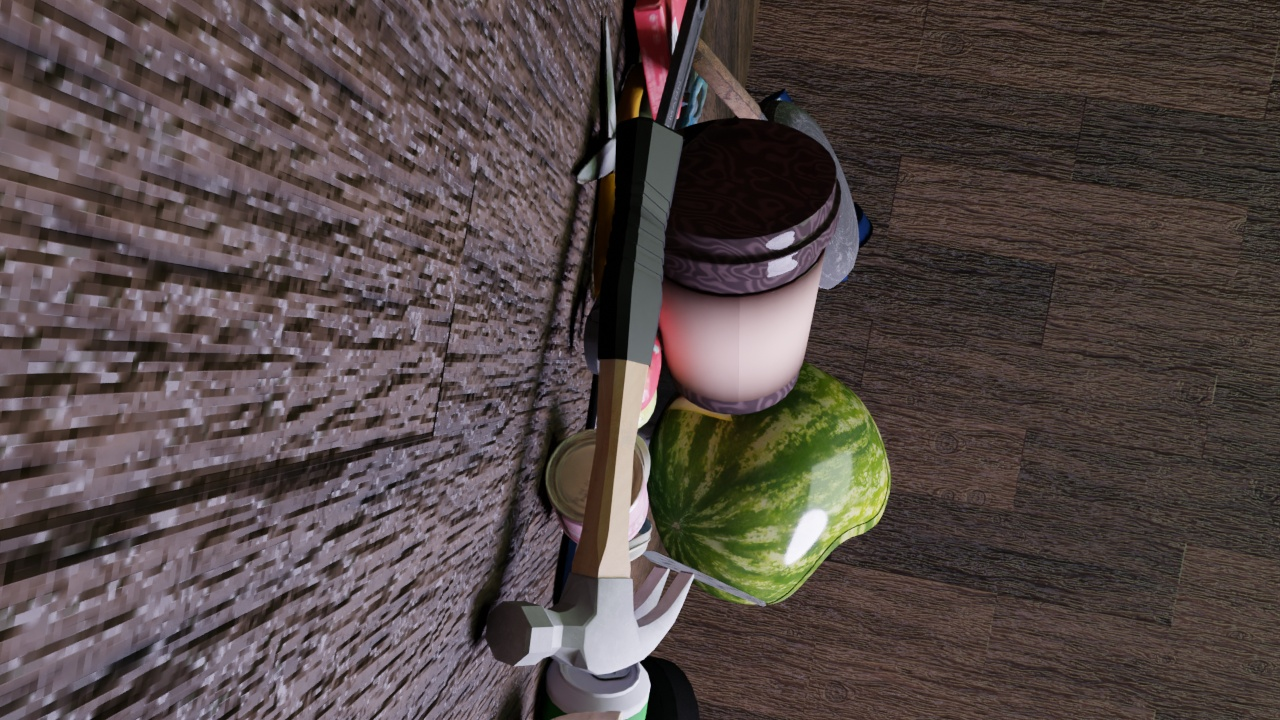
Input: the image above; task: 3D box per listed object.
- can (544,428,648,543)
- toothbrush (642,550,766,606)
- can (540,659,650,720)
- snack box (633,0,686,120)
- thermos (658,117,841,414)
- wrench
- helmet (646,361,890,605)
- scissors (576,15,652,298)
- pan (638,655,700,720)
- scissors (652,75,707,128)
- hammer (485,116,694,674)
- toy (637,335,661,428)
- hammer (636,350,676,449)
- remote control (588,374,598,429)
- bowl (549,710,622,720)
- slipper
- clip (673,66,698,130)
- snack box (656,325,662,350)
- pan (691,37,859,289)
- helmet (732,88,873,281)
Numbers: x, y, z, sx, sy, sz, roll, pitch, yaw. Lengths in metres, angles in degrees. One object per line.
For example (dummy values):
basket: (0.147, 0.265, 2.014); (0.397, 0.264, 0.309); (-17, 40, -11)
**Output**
can: (-0.029, 0.090, 0.631); (0.076, 0.067, 0.067); (85, 16, -66)
toothbrush: (0.035, 0.199, 0.883); (0.010, 0.181, 0.010); (85, 28, -76)
can: (-0.043, 0.319, 0.783); (0.087, 0.088, 0.140); (-64, 163, -70)
snack box: (0.021, -0.250, 0.664); (0.089, 0.021, 0.132); (76, 18, -49)
thermos: (0.082, -0.072, 0.812); (0.226, 0.173, 0.172); (83, 16, -47)
wrench: (0.006, -0.121, 0.621); (0.073, 0.018, 0.273); (-10, 116, -74)
helmet: (0.118, 0.115, 0.952); (0.246, 0.214, 0.243); (-38, 115, -36)
scissors: (-0.014, -0.143, 0.636); (0.226, 0.016, 0.229); (90, 12, -47)
pan: (-0.030, 0.359, 0.927); (0.226, 0.034, 0.355); (-54, -156, 21)
scissors: (0.035, -0.213, 0.871); (0.139, 0.011, 0.134); (4, 104, -70)
hammer: (-0.011, 0.017, 0.553); (0.131, 0.039, 0.328); (13, 80, -44)
toy: (-0.005, 0.005, 0.822); (0.091, 0.045, 0.135); (-81, 172, -46)
hammer: (0.034, -0.043, 1.028); (0.327, 0.079, 0.176); (83, 17, -53)
remote control: (-0.032, 0.014, 0.758); (0.030, 0.009, 0.140); (-53, 152, -77)
bowl: (-0.063, 0.315, 0.638); (0.150, 0.075, 0.150); (13, 88, -85)
slipper: (-0.017, 0.120, 0.854); (0.294, 0.060, 0.118); (-68, 163, -64)
clip: (0.042, -0.237, 0.967); (0.165, 0.032, 0.164); (54, 46, -83)
snack box: (0.029, -0.084, 0.901); (0.081, 0.026, 0.150); (-11, 118, -46)
pan: (0.130, -0.209, 0.881); (0.357, 0.040, 0.207); (39, 43, -44)
helmet: (0.148, -0.175, 1.099); (0.223, 0.232, 0.272); (-40, -159, 0)
